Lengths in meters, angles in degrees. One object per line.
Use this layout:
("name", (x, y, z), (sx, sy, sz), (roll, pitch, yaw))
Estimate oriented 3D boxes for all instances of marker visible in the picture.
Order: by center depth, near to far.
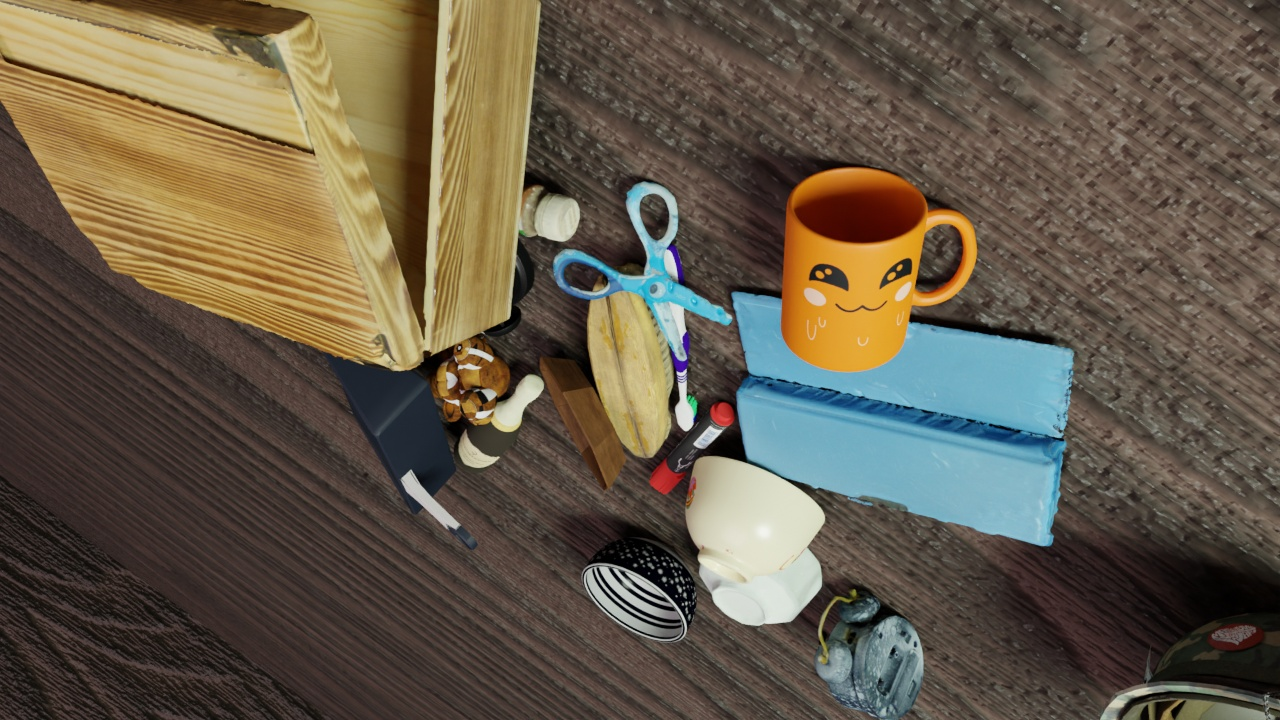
("marker", (0.044, 0.077, 0.794), (0.023, 0.021, 0.145), (54, 145, 14))

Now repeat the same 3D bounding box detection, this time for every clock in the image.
("clock", (-0.138, -0.067, 0.769), (0.091, 0.042, 0.121), (30, 142, 9))
("clock", (0.199, 0.260, 0.810), (0.052, 0.090, 0.129), (-8, 128, 50))

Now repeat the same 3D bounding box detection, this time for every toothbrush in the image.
("toothbrush", (0.031, -0.014, 0.715), (0.015, 0.016, 0.187), (16, 136, 24))

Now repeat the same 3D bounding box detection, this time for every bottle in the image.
("bottle", (-0.123, -0.124, 0.684), (0.167, 0.059, 0.059), (19, 139, 22))
("bottle", (-0.136, 0.059, 0.897), (0.045, 0.045, 0.185), (40, 143, -4))

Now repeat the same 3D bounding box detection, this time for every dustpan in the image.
("dustpan", (-0.250, 0.081, 0.925), (0.273, 0.080, 0.237), (33, 156, 12))

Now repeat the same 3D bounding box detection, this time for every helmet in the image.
("helmet", (0.385, 0.260, 0.538), (0.224, 0.235, 0.193), (23, 137, 1))

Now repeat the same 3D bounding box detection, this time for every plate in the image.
("plate", (-0.048, 0.050, 0.792), (0.131, 0.025, 0.131), (59, 169, 18))

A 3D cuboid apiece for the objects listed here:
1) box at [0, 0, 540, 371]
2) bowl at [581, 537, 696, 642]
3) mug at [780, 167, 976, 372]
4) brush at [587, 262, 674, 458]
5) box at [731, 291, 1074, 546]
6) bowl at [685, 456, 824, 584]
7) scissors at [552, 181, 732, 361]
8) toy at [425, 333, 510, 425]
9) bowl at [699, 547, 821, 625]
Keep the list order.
("box", (-0.246, -0.127, 0.590), (0.279, 0.220, 0.259), (18, 118, 20))
("bowl", (0.008, 0.224, 0.940), (0.120, 0.066, 0.120), (22, 140, 19))
("mug", (0.142, -0.055, 0.547), (0.112, 0.077, 0.096), (-5, 134, 1))
("brush", (-0.004, 0.004, 0.738), (0.059, 0.043, 0.196), (14, 136, 25))
("box", (0.174, 0.038, 0.646), (0.232, 0.033, 0.175), (12, 134, 30))
("bowl", (0.084, 0.141, 0.761), (0.118, 0.073, 0.118), (24, 158, 10))
("scissors", (-0.003, -0.054, 0.656), (0.127, 0.012, 0.137), (-16, 113, 13))
("toy", (-0.166, 0.018, 0.861), (0.113, 0.067, 0.087), (-7, 89, 44))
("bowl", (0.103, 0.204, 0.849), (0.117, 0.061, 0.118), (21, 141, 18))
